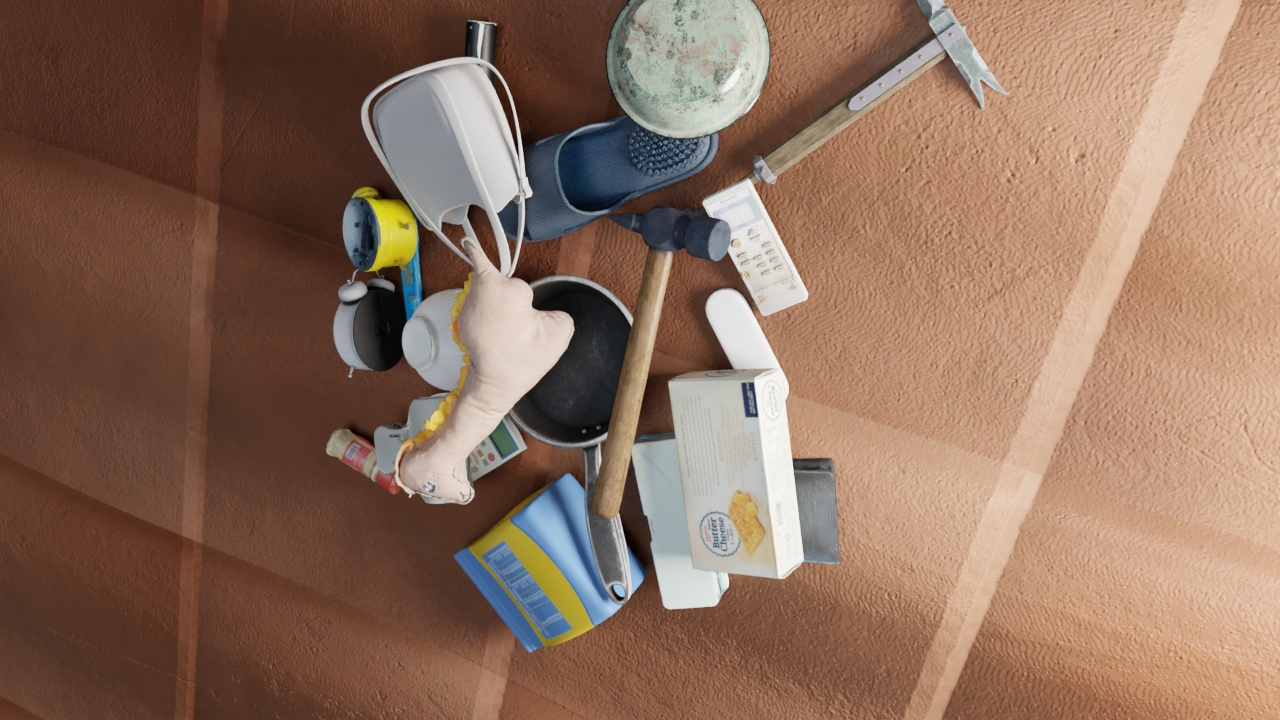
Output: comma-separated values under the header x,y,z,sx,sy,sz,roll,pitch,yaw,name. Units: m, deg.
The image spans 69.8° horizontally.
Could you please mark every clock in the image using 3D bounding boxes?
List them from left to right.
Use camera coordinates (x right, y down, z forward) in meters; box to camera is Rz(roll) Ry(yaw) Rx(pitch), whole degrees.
x,y,z,sx,sy,sz,roll,pitch,yaw,name
-0.312,-0.046,1.058,0.035,0.094,0.123,1,100,24,clock
-0.301,-0.148,1.035,0.119,0.057,0.083,34,122,37,clock

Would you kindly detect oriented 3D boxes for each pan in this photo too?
x,y,z,sx,sy,sz,roll,pitch,yaw,name
-0.057,0.083,0.990,0.188,0.055,0.357,-15,90,23,pan

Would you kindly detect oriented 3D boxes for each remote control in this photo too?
x,y,z,sx,sy,sz,roll,pitch,yaw,name
-0.197,0.114,1.097,0.144,0.024,0.049,-32,88,27,remote control
0.110,-0.012,0.949,0.043,0.013,0.136,-25,95,25,remote control
0.113,-0.109,0.901,0.050,0.011,0.136,-21,112,25,remote control

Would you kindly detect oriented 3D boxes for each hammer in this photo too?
x,y,z,sx,sy,sz,roll,pitch,yaw,name
-0.005,0.005,0.925,0.129,0.040,0.322,18,100,32,hammer
0.158,-0.215,0.862,0.318,0.028,0.147,-33,93,25,hammer

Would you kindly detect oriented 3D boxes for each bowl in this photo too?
x,y,z,sx,sy,sz,roll,pitch,yaw,name
-0.224,-0.021,1.025,0.118,0.062,0.118,7,100,42,bowl
0.041,-0.288,0.853,0.157,0.038,0.157,0,91,10,bowl

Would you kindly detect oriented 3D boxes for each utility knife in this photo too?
x,y,z,sx,sy,sz,roll,pitch,yaw,name
-0.266,-0.087,1.070,0.031,0.015,0.179,7,109,31,utility knife

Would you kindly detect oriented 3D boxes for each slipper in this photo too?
x,y,z,sx,sy,sz,roll,pitch,yaw,name
-0.052,-0.192,0.921,0.264,0.082,0.101,-17,96,24,slipper

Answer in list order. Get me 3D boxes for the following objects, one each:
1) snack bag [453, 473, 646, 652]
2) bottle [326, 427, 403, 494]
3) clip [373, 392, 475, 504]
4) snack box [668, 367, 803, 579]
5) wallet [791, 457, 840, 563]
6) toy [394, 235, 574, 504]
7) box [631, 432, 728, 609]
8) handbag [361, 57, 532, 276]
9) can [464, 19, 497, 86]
x,y,z,sx,sy,sz,roll,pitch,yaw,name
-0.118,0.249,1.073,0.206,0.102,0.159,-38,90,36,snack bag
-0.339,0.124,1.146,0.109,0.044,0.044,28,113,12,bottle
-0.240,0.101,1.078,0.153,0.096,0.126,-3,92,47,clip
0.098,0.113,0.942,0.104,0.057,0.208,-2,99,35,snack box
0.165,0.161,0.972,0.089,0.026,0.115,-2,105,20,wallet
-0.191,0.022,0.971,0.196,0.065,0.265,43,102,-7,toy
0.043,0.176,1.013,0.083,0.066,0.199,-5,102,41,box
-0.183,-0.183,0.941,0.216,0.095,0.223,-4,112,51,handbag
-0.167,-0.311,0.956,0.031,0.031,0.081,13,110,17,can
